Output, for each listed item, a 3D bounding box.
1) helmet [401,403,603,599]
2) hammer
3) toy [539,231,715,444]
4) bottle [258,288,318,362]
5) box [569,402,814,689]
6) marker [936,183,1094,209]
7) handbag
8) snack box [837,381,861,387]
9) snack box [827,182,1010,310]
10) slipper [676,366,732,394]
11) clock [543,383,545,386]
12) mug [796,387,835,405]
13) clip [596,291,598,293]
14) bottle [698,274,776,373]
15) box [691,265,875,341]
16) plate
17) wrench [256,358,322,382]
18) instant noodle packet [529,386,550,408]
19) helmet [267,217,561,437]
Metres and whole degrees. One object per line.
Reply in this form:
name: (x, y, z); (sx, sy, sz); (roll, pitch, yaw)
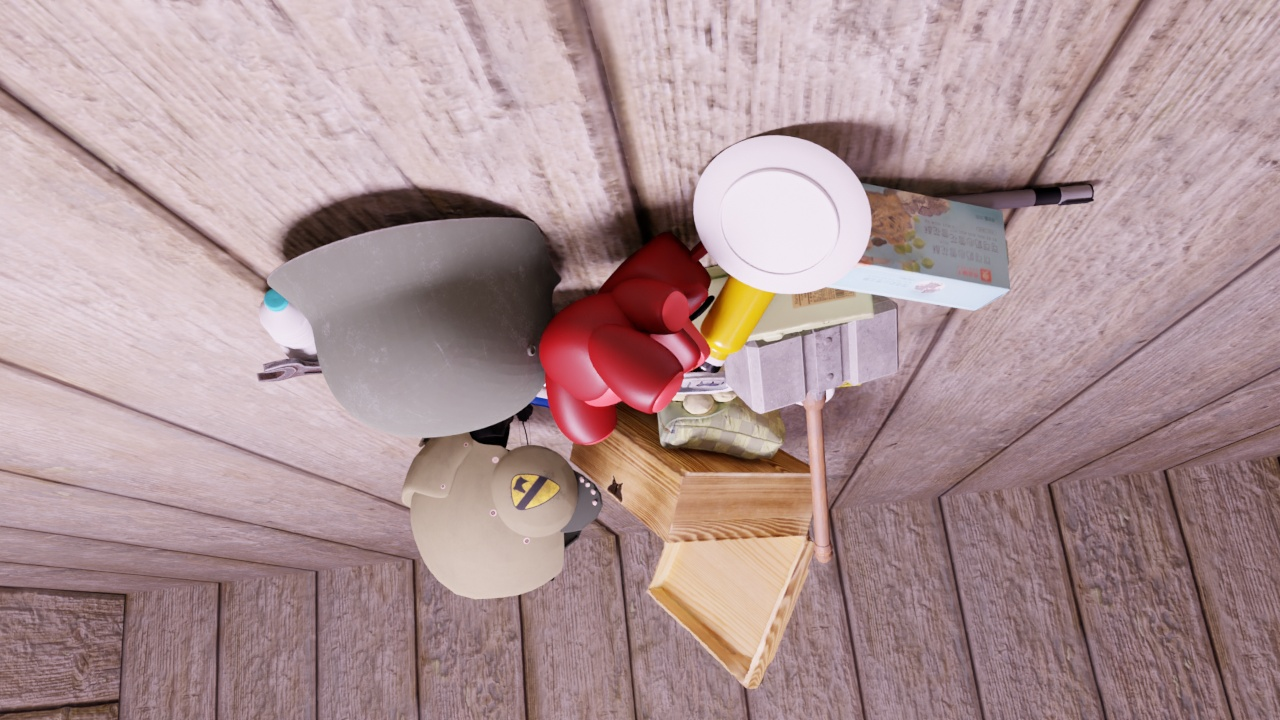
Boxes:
helmet: (-0.182, 0.169, 1.162); (0.232, 0.255, 0.251); (-5, 162, -14)
hammer: (0.187, 0.088, 0.978); (0.162, 0.318, 0.083); (-16, -153, -13)
toy: (0.003, -0.031, 0.778); (0.120, 0.196, 0.159); (44, 144, -9)
bottle: (-0.323, -0.033, 0.855); (0.044, 0.044, 0.136); (-4, 163, -8)
box: (0.072, 0.257, 1.298); (0.286, 0.336, 0.279); (2, -166, -32)
marker: (0.317, -0.138, 0.788); (0.140, 0.016, 0.016); (-5, 163, -3)
handbag: (0.104, 0.055, 1.166); (0.186, 0.113, 0.117); (12, 131, -17)
snack box: (0.230, 0.006, 1.177); (0.126, 0.040, 0.088); (-5, 163, -5)
snack box: (0.216, -0.094, 0.757); (0.174, 0.075, 0.053); (8, 161, -13)
slipper: (-0.006, 0.007, 1.071); (0.264, 0.063, 0.111); (-4, 170, 40)
clock: (-0.068, -0.001, 0.941); (0.161, 0.073, 0.125); (-3, -176, 24)
mug: (0.173, 0.009, 1.053); (0.090, 0.090, 0.121); (-23, 122, 43)
clip: (-0.016, -0.060, 0.915); (0.061, 0.025, 0.049); (3, 158, -6)
bottle: (0.091, -0.054, 0.806); (0.043, 0.043, 0.144); (8, 121, -40)
box: (0.128, -0.057, 0.879); (0.188, 0.098, 0.082); (-9, 163, 19)
plate: (0.103, -0.104, 0.689); (0.135, 0.011, 0.135); (12, 132, 14)
wrench: (-0.270, 0.004, 0.955); (0.070, 0.010, 0.272); (-24, 168, 36)
instant noodle packet: (-0.109, 0.047, 1.158); (0.134, 0.026, 0.087); (11, 178, 12)
helmet: (-0.168, -0.013, 0.794); (0.228, 0.154, 0.267); (-16, 176, 29)
